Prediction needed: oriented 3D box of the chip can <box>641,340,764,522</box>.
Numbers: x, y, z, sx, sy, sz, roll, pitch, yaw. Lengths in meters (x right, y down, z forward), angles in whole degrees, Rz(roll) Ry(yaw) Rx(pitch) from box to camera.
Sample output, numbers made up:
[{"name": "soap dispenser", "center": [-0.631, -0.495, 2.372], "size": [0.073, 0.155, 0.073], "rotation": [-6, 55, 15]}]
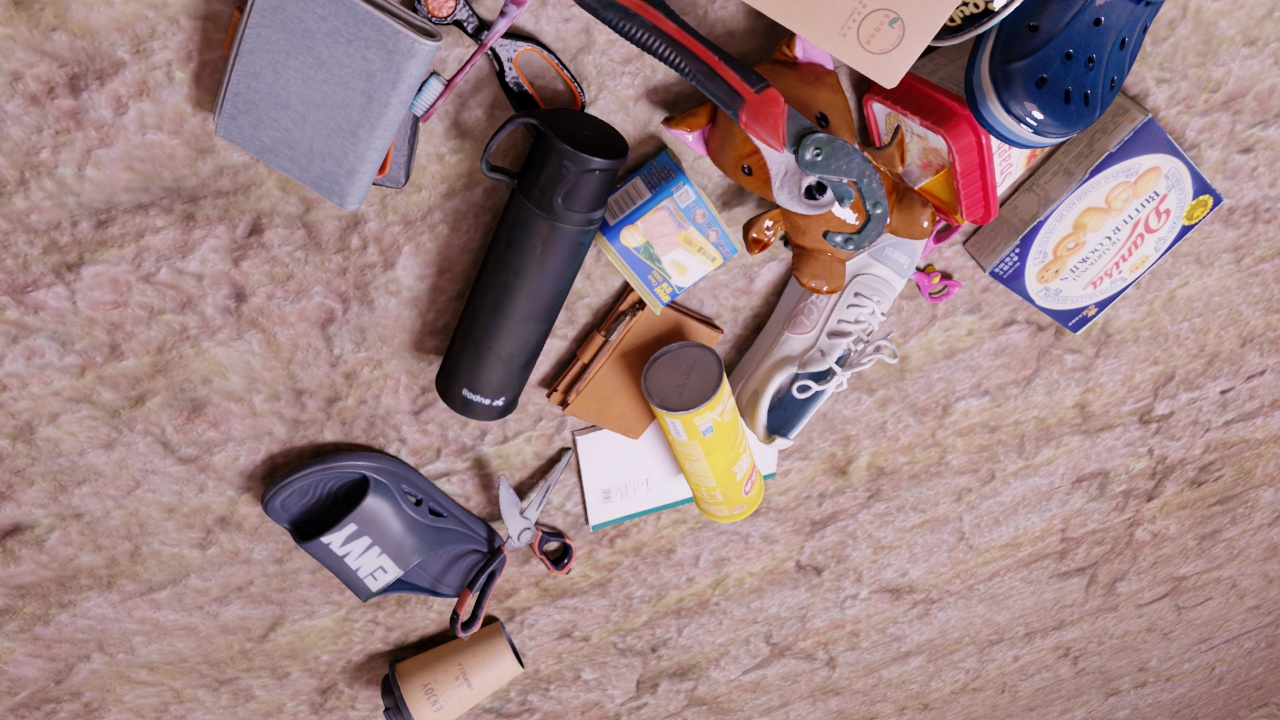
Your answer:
[{"name": "chip can", "center": [0.059, 0.070, 0.819], "size": [0.072, 0.072, 0.213], "rotation": [-26, 143, 0]}]

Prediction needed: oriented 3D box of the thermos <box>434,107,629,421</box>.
[{"name": "thermos", "center": [-0.092, -0.066, 0.657], "size": [0.090, 0.068, 0.243], "rotation": [21, 126, -10]}]

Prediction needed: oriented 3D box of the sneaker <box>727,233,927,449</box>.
[{"name": "sneaker", "center": [0.166, -0.024, 0.790], "size": [0.089, 0.090, 0.243], "rotation": [21, 116, -31]}]

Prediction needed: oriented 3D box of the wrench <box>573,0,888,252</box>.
[{"name": "wrench", "center": [0.054, -0.168, 0.574], "size": [0.273, 0.016, 0.056], "rotation": [39, 97, -10]}]

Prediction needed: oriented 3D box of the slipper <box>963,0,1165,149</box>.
[{"name": "slipper", "center": [0.301, -0.248, 0.578], "size": [0.105, 0.095, 0.252], "rotation": [27, 85, -16]}]

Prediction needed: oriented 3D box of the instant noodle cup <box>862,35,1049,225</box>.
[{"name": "instant noodle cup", "center": [0.249, -0.183, 0.679], "size": [0.124, 0.116, 0.116], "rotation": [-37, 136, -5]}]

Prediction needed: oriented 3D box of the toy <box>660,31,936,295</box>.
[{"name": "toy", "center": [0.119, -0.136, 0.660], "size": [0.140, 0.130, 0.199], "rotation": [-33, 126, 16]}]

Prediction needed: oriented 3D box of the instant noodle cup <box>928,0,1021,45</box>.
[{"name": "instant noodle cup", "center": [0.178, -0.276, 0.563], "size": [0.120, 0.111, 0.111], "rotation": [29, 115, -31]}]

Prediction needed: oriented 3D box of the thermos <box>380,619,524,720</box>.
[{"name": "thermos", "center": [-0.202, 0.342, 0.988], "size": [0.143, 0.093, 0.093], "rotation": [-27, 136, -8]}]

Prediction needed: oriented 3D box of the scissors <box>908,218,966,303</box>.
[{"name": "scissors", "center": [0.249, -0.088, 0.830], "size": [0.133, 0.017, 0.135], "rotation": [12, 128, -27]}]

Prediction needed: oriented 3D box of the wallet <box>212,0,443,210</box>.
[{"name": "wallet", "center": [-0.186, -0.163, 0.528], "size": [0.106, 0.036, 0.130], "rotation": [30, 128, -15]}]

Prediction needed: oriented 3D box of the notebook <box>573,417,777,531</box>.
[{"name": "notebook", "center": [0.042, 0.096, 0.913], "size": [0.209, 0.012, 0.151], "rotation": [-15, 135, -11]}]

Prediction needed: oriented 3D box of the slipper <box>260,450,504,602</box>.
[{"name": "slipper", "center": [-0.210, 0.168, 0.822], "size": [0.111, 0.083, 0.268], "rotation": [-37, 136, 10]}]

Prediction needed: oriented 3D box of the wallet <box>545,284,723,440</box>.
[{"name": "wallet", "center": [-0.005, 0.005, 0.792], "size": [0.107, 0.031, 0.132], "rotation": [22, 115, -36]}]

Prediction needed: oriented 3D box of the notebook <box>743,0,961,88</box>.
[{"name": "notebook", "center": [0.102, -0.263, 0.518], "size": [0.207, 0.008, 0.148], "rotation": [28, 133, -9]}]

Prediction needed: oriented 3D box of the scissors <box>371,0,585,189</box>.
[{"name": "scissors", "center": [-0.118, -0.201, 0.562], "size": [0.232, 0.021, 0.221], "rotation": [22, 114, -38]}]

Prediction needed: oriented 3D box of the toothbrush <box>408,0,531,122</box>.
[{"name": "toothbrush", "center": [-0.075, -0.216, 0.545], "size": [0.188, 0.016, 0.017], "rotation": [-45, 124, 13]}]

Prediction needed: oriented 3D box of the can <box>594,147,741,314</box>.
[{"name": "can", "center": [0.017, -0.096, 0.690], "size": [0.083, 0.057, 0.102], "rotation": [-36, 135, 7]}]

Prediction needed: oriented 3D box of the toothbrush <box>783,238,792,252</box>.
[{"name": "toothbrush", "center": [0.201, -0.144, 0.757], "size": [0.189, 0.014, 0.018], "rotation": [-33, 145, 7]}]

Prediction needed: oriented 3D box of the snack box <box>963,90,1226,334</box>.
[{"name": "snack box", "center": [0.420, -0.127, 0.846], "size": [0.182, 0.045, 0.178], "rotation": [21, 120, -36]}]

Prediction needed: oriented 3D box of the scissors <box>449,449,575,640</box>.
[{"name": "scissors", "center": [-0.119, 0.180, 0.881], "size": [0.188, 0.015, 0.223], "rotation": [-41, 145, -17]}]
